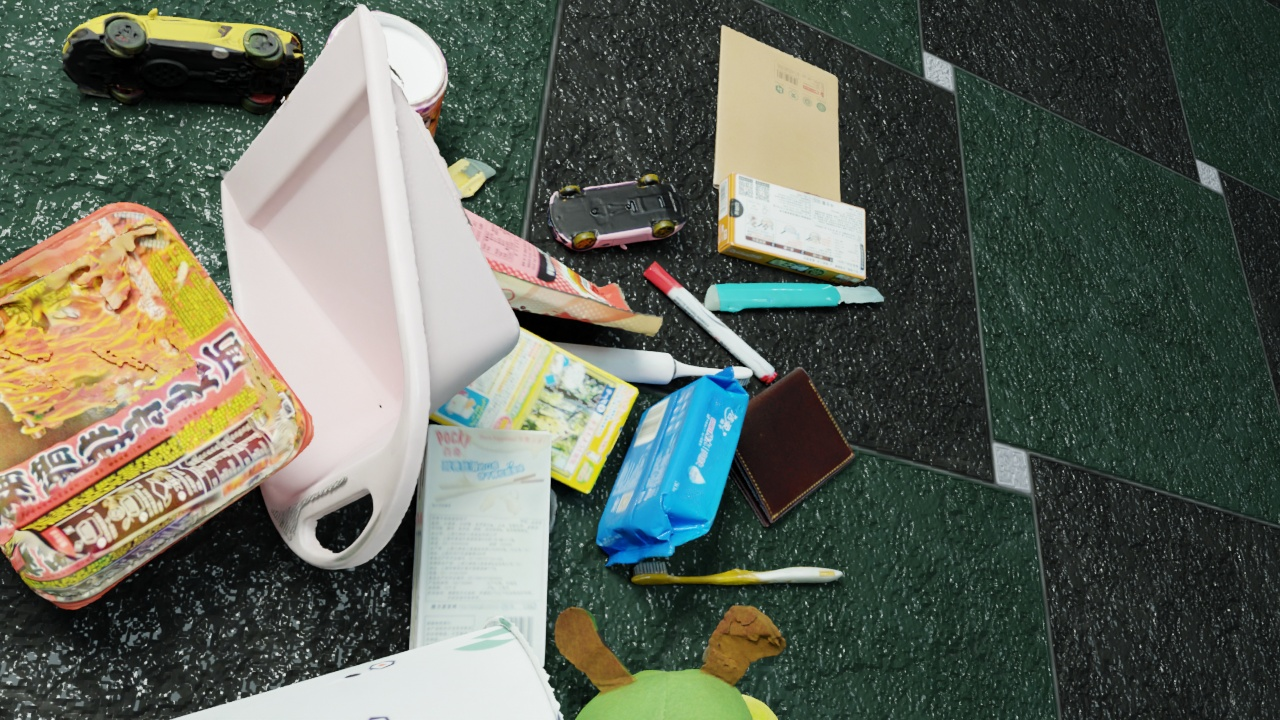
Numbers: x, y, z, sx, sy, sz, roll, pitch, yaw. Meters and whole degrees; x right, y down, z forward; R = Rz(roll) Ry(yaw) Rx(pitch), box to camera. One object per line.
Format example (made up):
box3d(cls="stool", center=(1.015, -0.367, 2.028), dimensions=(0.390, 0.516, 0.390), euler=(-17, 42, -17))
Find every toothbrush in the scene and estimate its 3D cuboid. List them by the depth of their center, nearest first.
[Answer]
box3d(cls="toothbrush", center=(0.079, 0.165, 0.714), dimensions=(0.191, 0.016, 0.018), euler=(5, 57, -25))
box3d(cls="toothbrush", center=(-0.004, 0.004, 0.736), dimensions=(0.220, 0.026, 0.026), euler=(5, 38, -26))

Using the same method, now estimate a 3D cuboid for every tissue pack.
box3d(cls="tissue pack", center=(0.025, 0.082, 0.675), dimensions=(0.052, 0.095, 0.156), euler=(34, 56, -17))

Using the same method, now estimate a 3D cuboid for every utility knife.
box3d(cls="utility knife", center=(-0.172, -0.113, 0.711), dimensions=(0.031, 0.018, 0.164), euler=(40, 60, 1))
box3d(cls="utility knife", center=(0.145, -0.058, 0.851), dimensions=(0.205, 0.013, 0.029), euler=(-3, 67, -26))

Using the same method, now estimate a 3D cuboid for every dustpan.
box3d(cls="dustpan", center=(-0.192, -0.029, 0.535), dimensions=(0.273, 0.223, 0.138), euler=(57, 43, -4))

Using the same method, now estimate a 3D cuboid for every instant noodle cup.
box3d(cls="instant noodle cup", center=(-0.299, 0.022, 0.521), dimensions=(0.164, 0.079, 0.189), euler=(-36, 85, -16))
box3d(cls="instant noodle cup", center=(-0.196, -0.193, 0.682), dimensions=(0.111, 0.099, 0.111), euler=(11, 64, -25))

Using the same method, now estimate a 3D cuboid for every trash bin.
box3d(cls="trash bin", center=(-0.167, 0.259, 0.423), dimensions=(0.251, 0.230, 0.229), euler=(-6, 71, -24))

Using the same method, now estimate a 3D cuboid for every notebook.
box3d(cls="notebook", center=(0.142, -0.238, 0.935), dimensions=(0.147, 0.008, 0.207), euler=(16, 62, -21))

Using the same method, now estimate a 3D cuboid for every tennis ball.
box3d(cls="tennis ball", center=(0.066, 0.264, 0.630), dimensions=(0.065, 0.066, 0.065), euler=(11, 63, -23))

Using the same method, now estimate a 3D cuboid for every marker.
box3d(cls="marker", center=(0.061, -0.032, 0.793), dimensions=(0.145, 0.017, 0.017), euler=(41, 55, -6))

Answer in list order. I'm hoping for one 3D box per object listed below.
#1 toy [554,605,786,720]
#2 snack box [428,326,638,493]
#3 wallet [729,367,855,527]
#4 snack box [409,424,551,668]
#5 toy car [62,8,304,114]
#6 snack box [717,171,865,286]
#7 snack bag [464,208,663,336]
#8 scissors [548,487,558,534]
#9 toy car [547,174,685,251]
box3d(cls="toy", center=(0.017, 0.272, 0.565), dimensions=(0.227, 0.090, 0.246), euler=(-1, 85, 9))
box3d(cls="snack box", center=(-0.081, 0.028, 0.662), dimensions=(0.140, 0.034, 0.087), euler=(28, 81, -12))
box3d(cls="wallet", center=(0.123, 0.070, 0.778), dimensions=(0.122, 0.020, 0.096), euler=(-29, 88, -36))
box3d(cls="snack box", center=(-0.104, 0.123, 0.603), dimensions=(0.084, 0.027, 0.156), euler=(6, 76, -24))
box3d(cls="toy car", center=(-0.315, -0.211, 0.642), dimensions=(0.155, 0.071, 0.041), euler=(-6, 72, -29))
box3d(cls="snack box", center=(0.146, -0.123, 0.868), dimensions=(0.153, 0.026, 0.075), euler=(11, 72, -23))
box3d(cls="snack bag", center=(-0.095, -0.067, 0.670), dimensions=(0.207, 0.128, 0.073), euler=(19, 99, -22))
box3d(cls="scissors", center=(-0.115, 0.143, 0.625), dimensions=(0.159, 0.014, 0.174), euler=(-23, 82, -31))
box3d(cls="toy car", center=(-0.020, -0.124, 0.782), dimensions=(0.122, 0.037, 0.056), euler=(-11, 70, -18))
